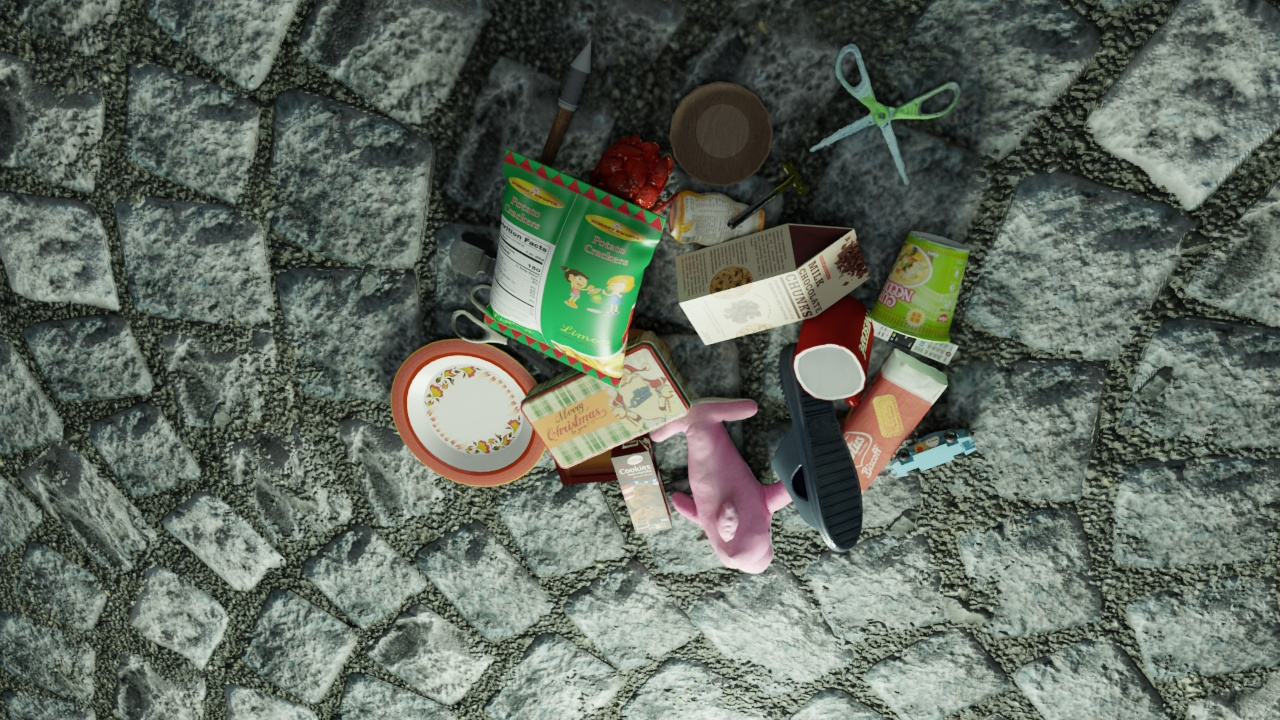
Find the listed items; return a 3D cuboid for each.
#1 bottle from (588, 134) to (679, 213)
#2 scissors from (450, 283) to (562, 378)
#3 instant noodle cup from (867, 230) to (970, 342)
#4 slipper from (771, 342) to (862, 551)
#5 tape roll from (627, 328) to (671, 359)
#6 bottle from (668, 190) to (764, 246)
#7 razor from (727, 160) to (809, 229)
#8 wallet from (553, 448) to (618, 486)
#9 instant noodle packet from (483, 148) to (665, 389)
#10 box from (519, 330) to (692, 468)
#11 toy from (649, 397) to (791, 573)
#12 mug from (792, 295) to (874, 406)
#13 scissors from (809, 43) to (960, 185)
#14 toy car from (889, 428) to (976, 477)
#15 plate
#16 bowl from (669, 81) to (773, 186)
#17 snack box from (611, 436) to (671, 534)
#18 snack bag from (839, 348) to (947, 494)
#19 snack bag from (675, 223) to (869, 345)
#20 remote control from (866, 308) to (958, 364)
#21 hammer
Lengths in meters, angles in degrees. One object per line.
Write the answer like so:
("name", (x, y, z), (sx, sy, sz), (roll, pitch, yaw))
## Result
("bottle", (-0.014, -0.200, 1.067), (0.099, 0.099, 0.111), (34, 75, -5))
("scissors", (-0.179, -0.022, 1.208), (0.133, 0.012, 0.169), (-21, 98, 5))
("instant noodle cup", (0.325, -0.088, 1.055), (0.099, 0.098, 0.108), (15, 109, 4))
("slipper", (0.201, 0.111, 1.142), (0.083, 0.101, 0.263), (-16, 87, 40))
("tape roll", (-0.007, 0.007, 1.196), (0.094, 0.027, 0.094), (4, 115, 9))
("bottle", (0.090, -0.166, 1.079), (0.108, 0.063, 0.063), (4, 116, -6))
("razor", (0.142, -0.183, 1.053), (0.105, 0.026, 0.042), (-37, 107, -11))
("wallet", (-0.068, 0.129, 1.273), (0.116, 0.018, 0.091), (-9, 113, 17))
("instant noodle packet", (-0.086, -0.098, 1.065), (0.195, 0.090, 0.253), (26, 132, 11))
("box", (-0.044, 0.054, 1.182), (0.206, 0.050, 0.118), (-24, 107, 21))
("toy", (0.111, 0.178, 1.199), (0.187, 0.127, 0.266), (-16, 105, 22))
("mug", (0.238, -0.004, 1.096), (0.081, 0.096, 0.116), (-13, 123, 30))
("scissors", (0.268, -0.273, 1.021), (0.172, 0.021, 0.172), (-22, 113, 17))
("toy car", (0.367, 0.113, 1.165), (0.108, 0.027, 0.060), (-24, 142, 19))
("plate", (-0.235, 0.072, 1.275), (0.230, 0.021, 0.230), (4, 115, 9))
("bowl", (0.093, -0.261, 1.050), (0.118, 0.030, 0.118), (4, 115, 9))
("snack box", (0.002, 0.171, 1.250), (0.051, 0.031, 0.141), (-11, 123, 7))
("snack bag", (0.294, 0.092, 1.170), (0.077, 0.041, 0.226), (28, 116, -4))
("snack bag", (0.156, -0.096, 1.070), (0.207, 0.069, 0.094), (-15, 145, 17))
("remote control", (0.324, -0.031, 1.122), (0.124, 0.011, 0.028), (22, 117, 1))
("hammer", (-0.118, -0.226, 1.106), (0.156, 0.043, 0.323), (24, 114, -1))
